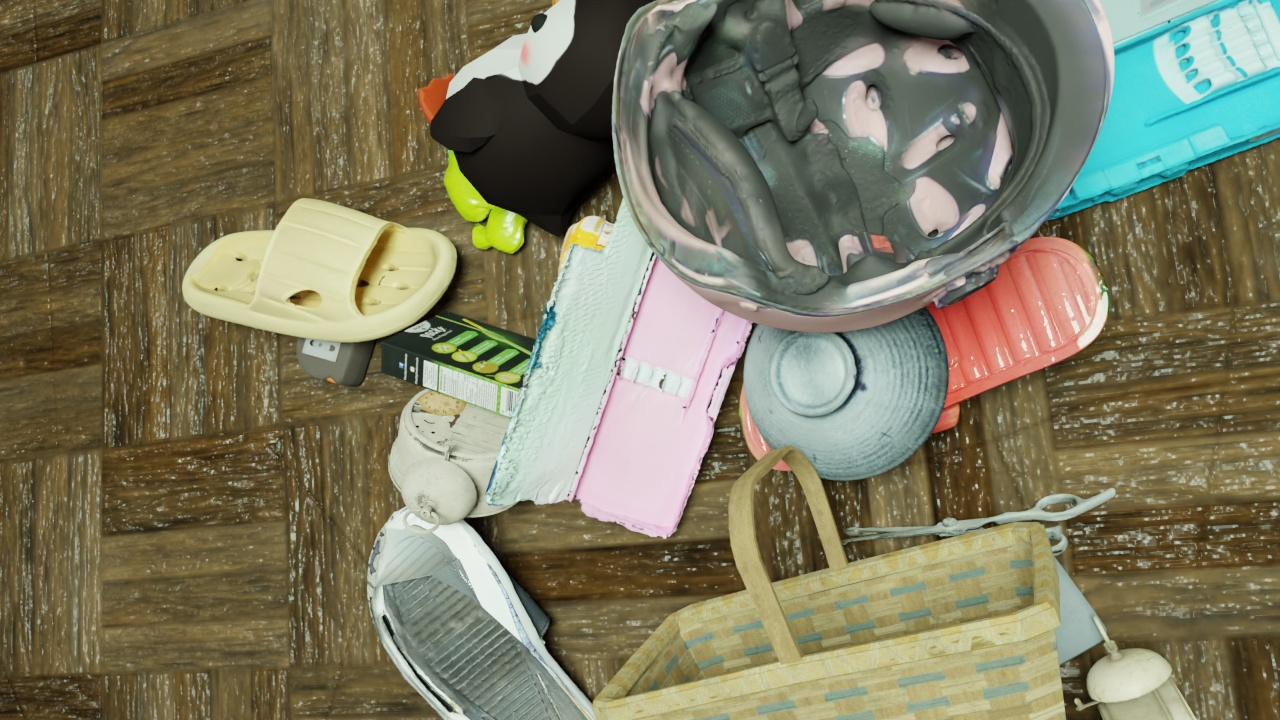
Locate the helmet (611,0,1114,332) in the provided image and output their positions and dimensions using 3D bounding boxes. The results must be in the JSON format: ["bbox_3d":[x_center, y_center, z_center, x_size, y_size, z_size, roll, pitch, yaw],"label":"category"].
[{"bbox_3d":[0.121,-0.121,0.518,0.255,0.152,0.230,-29,69,7],"label":"helmet"}]

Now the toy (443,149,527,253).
[{"bbox_3d":[-0.118,-0.136,0.730,0.093,0.036,0.094,30,100,14],"label":"toy"}]

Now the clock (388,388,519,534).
[{"bbox_3d":[-0.129,0.067,0.647,0.103,0.156,0.061,16,120,1],"label":"clock"}]

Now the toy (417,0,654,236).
[{"bbox_3d":[-0.044,-0.178,0.632,0.185,0.158,0.140,-23,93,50],"label":"toy"}]

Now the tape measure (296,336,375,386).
[{"bbox_3d":[-0.254,-0.012,0.757,0.059,0.038,0.058,17,89,19],"label":"tape measure"}]

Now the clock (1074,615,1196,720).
[{"bbox_3d":[0.290,0.212,0.522,0.055,0.092,0.141,-29,85,17],"label":"clock"}]

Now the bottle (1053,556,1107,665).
[{"bbox_3d":[0.201,0.183,0.581,0.161,0.046,0.072,-35,74,11],"label":"bottle"}]

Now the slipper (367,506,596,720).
[{"bbox_3d":[-0.103,0.220,0.670,0.111,0.063,0.264,-39,86,10],"label":"slipper"}]

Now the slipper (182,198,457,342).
[{"bbox_3d":[-0.276,-0.078,0.734,0.262,0.079,0.111,4,59,23],"label":"slipper"}]

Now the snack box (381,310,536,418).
[{"bbox_3d":[-0.108,0.005,0.684,0.148,0.080,0.025,17,116,19],"label":"snack box"}]

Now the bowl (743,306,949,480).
[{"bbox_3d":[0.116,0.008,0.572,0.137,0.057,0.137,-2,86,31],"label":"bowl"}]

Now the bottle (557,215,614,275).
[{"bbox_3d":[-0.003,-0.066,0.670,0.109,0.063,0.063,15,88,4],"label":"bottle"}]

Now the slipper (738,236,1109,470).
[{"bbox_3d":[0.177,-0.002,0.604,0.249,0.059,0.103,-28,73,28],"label":"slipper"}]

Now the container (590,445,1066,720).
[{"bbox_3d":[0.103,0.144,0.516,0.250,0.157,0.186,-21,89,23],"label":"container"}]

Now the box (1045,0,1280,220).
[{"bbox_3d":[0.295,-0.186,0.577,0.227,0.085,0.170,-20,110,15],"label":"box"}]

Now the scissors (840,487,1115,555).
[{"bbox_3d":[0.217,0.103,0.597,0.162,0.117,0.014,0,112,50],"label":"scissors"}]

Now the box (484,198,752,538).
[{"bbox_3d":[-0.009,0.000,0.621,0.063,0.160,0.230,36,109,60],"label":"box"}]
